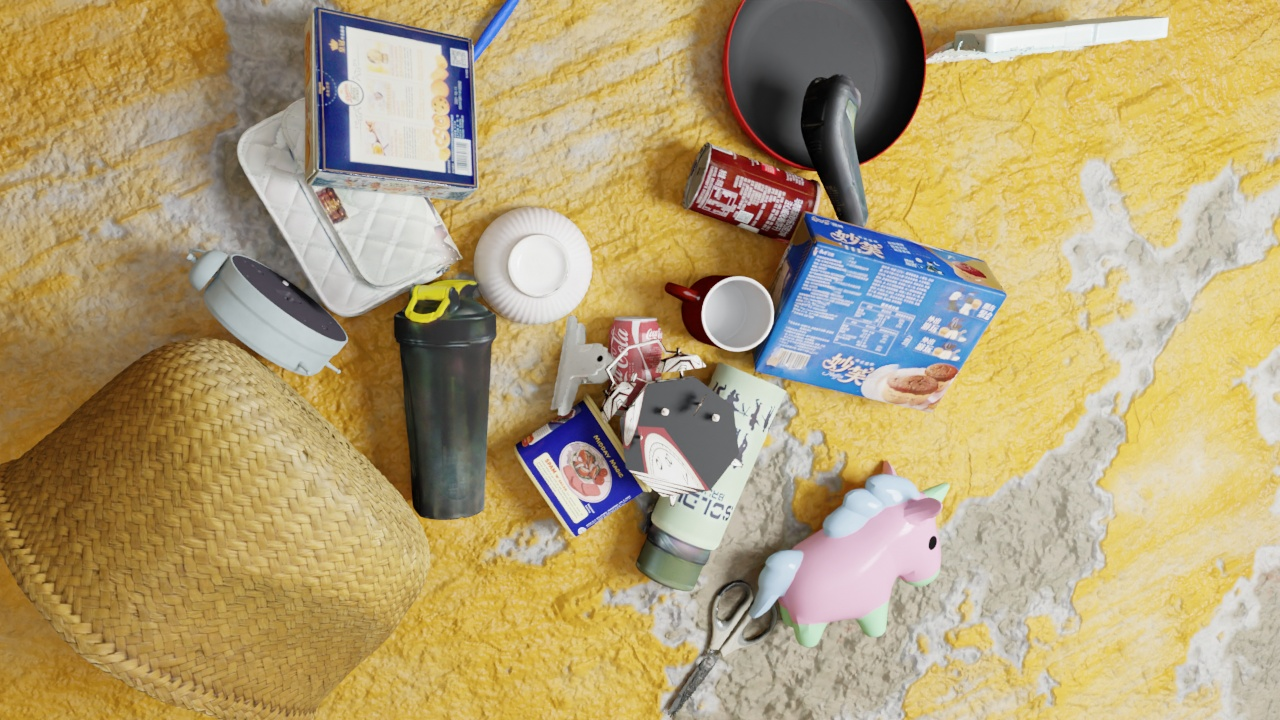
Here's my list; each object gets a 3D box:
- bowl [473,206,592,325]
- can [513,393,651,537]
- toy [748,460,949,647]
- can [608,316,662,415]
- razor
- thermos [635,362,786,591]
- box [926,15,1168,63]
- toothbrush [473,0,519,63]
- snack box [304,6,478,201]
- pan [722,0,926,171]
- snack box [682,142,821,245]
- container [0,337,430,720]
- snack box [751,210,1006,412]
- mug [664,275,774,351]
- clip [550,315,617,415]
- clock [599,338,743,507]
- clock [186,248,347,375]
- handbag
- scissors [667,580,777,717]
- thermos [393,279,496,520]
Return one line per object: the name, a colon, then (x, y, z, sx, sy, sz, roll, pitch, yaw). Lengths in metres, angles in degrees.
bowl: (-0.101, -0.091, 0.888, 0.118, 0.062, 0.118, -1, 96, -11)
can: (-0.060, 0.107, 0.921, 0.092, 0.056, 0.116, -33, 101, -5)
toy: (0.219, 0.204, 0.963, 0.222, 0.120, 0.171, -6, 107, -11)
can: (-0.005, 0.005, 0.921, 0.054, 0.054, 0.096, -1, 96, -11)
razor: (0.198, -0.202, 0.893, 0.067, 0.054, 0.151, -29, 111, -23)
thermos: (0.065, 0.120, 0.939, 0.082, 0.082, 0.231, 23, 92, -12)
box: (0.401, -0.323, 0.922, 0.197, 0.134, 0.041, -7, 108, -10)
toothbrush: (-0.167, -0.287, 0.879, 0.018, 0.016, 0.182, 36, 89, -7)
snack box: (-0.219, -0.222, 0.810, 0.144, 0.043, 0.144, 1, 84, -32)
pan: (0.187, -0.367, 0.911, 0.208, 0.067, 0.356, 2, 96, -11)
snack box: (0.110, -0.165, 0.917, 0.121, 0.072, 0.072, 17, 92, -11)
container: (-0.328, 0.127, 0.752, 0.307, 0.307, 0.196, 45, 78, -12)
snack box: (0.231, -0.045, 0.920, 0.202, 0.069, 0.155, 13, 124, -12)
mug: (0.071, -0.054, 0.915, 0.105, 0.082, 0.073, 21, 91, -12)
clip: (-0.056, 0.000, 0.889, 0.050, 0.059, 0.101, 34, 56, -48)
clock: (0.026, 0.054, 0.863, 0.114, 0.065, 0.154, -30, 92, 0)
clock: (-0.335, -0.048, 0.821, 0.159, 0.122, 0.045, 39, 91, 1)
handbag: (-0.269, -0.144, 0.845, 0.138, 0.072, 0.195, -31, 101, -9)
scissors: (0.073, 0.308, 0.990, 0.171, 0.012, 0.121, -26, 97, -6)
thermos: (-0.185, 0.036, 0.872, 0.098, 0.098, 0.221, 0, 100, -11)
